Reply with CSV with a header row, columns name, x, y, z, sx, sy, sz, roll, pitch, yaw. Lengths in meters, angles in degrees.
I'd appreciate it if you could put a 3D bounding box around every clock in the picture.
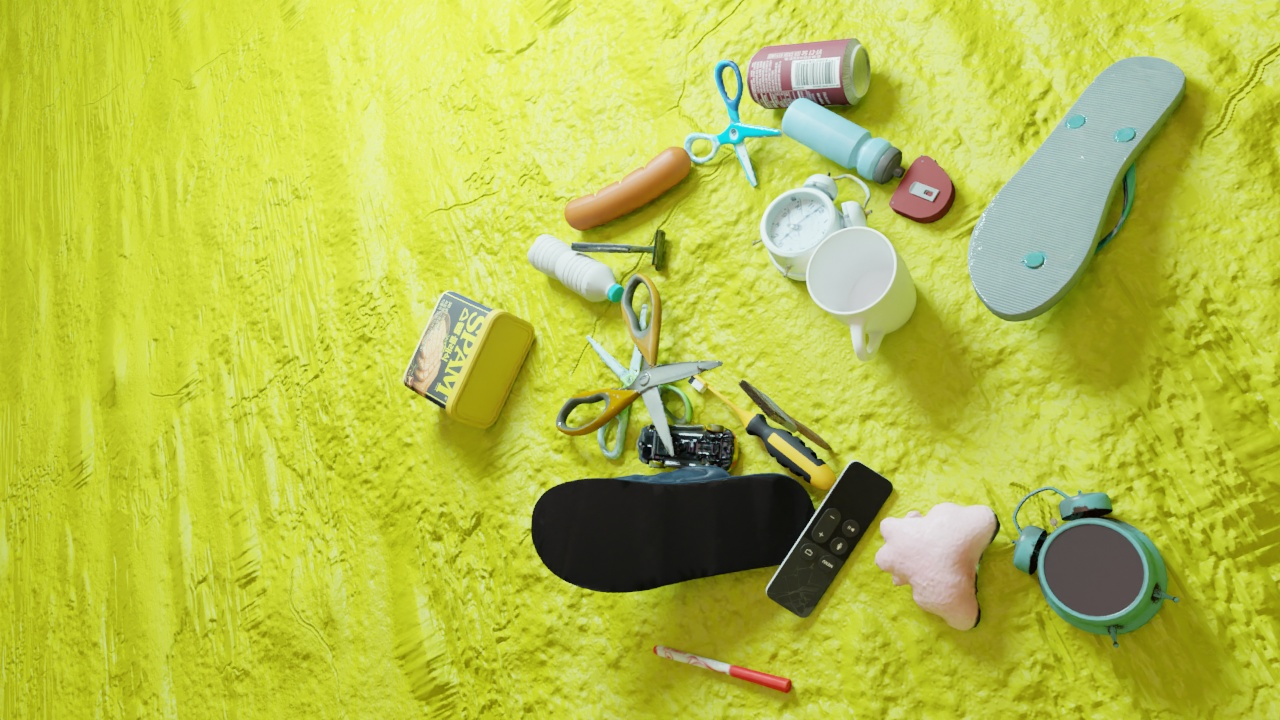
name,x,y,z,sx,sy,sz,roll,pitch,yaw
clock,0.337,0.149,0.698,0.090,0.053,0.124,-45,54,13
clock,0.170,-0.132,0.890,0.118,0.057,0.083,-42,57,6

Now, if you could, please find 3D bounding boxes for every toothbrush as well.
name,x,y,z,sx,sy,sz,roll,pitch,yaw
toothbrush,0.113,0.063,0.883,0.197,0.031,0.031,40,94,38

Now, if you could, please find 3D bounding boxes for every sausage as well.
name,x,y,z,sx,sy,sz,roll,pitch,yaw
sausage,-0.015,-0.190,1.035,0.165,0.039,0.044,-24,67,25

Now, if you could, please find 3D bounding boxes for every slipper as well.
name,x,y,z,sx,sy,sz,roll,pitch,yaw
slipper,0.364,-0.142,0.780,0.098,0.054,0.268,27,80,38
slipper,0.031,0.156,0.877,0.266,0.083,0.109,-7,88,8

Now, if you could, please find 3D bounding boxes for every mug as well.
name,x,y,z,sx,sy,sz,roll,pitch,yaw
mug,0.203,-0.051,0.823,0.081,0.087,0.114,-8,71,30

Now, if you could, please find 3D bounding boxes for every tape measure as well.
name,x,y,z,sx,sy,sz,roll,pitch,yaw
tape measure,0.268,-0.159,0.857,0.051,0.019,0.059,33,94,35

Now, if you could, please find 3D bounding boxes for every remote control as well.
name,x,y,z,sx,sy,sz,roll,pitch,yaw
remote control,0.167,0.159,0.815,0.045,0.008,0.147,32,94,-1

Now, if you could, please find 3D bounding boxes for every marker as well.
name,x,y,z,sx,sy,sz,roll,pitch,yaw
marker,0.072,0.284,0.849,0.142,0.012,0.012,4,77,34

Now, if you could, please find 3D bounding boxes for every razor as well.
name,x,y,z,sx,sy,sz,roll,pitch,yaw
razor,-0.026,-0.124,1.014,0.106,0.026,0.042,4,79,16

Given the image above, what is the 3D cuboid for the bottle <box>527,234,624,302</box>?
name,x,y,z,sx,sy,sz,roll,pitch,yaw
bottle,-0.071,-0.101,1.040,0.136,0.044,0.044,32,93,35

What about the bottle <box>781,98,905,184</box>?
name,x,y,z,sx,sy,sz,roll,pitch,yaw
bottle,0.200,-0.211,0.894,0.130,0.040,0.040,36,96,23

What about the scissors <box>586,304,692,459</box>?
name,x,y,z,sx,sy,sz,roll,pitch,yaw
scissors,-0.014,0.026,0.982,0.171,0.024,0.166,41,104,36

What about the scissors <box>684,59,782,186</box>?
name,x,y,z,sx,sy,sz,roll,pitch,yaw
scissors,0.094,-0.251,0.967,0.134,0.011,0.140,16,117,46

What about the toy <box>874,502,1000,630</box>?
name,x,y,z,sx,sy,sz,roll,pitch,yaw
toy,0.241,0.163,0.755,0.093,0.050,0.102,9,83,31

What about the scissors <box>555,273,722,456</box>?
name,x,y,z,sx,sy,sz,roll,pitch,yaw
scissors,-0.006,0.007,0.955,0.226,0.016,0.229,-18,59,37

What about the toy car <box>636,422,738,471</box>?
name,x,y,z,sx,sy,sz,roll,pitch,yaw
toy car,0.046,0.086,0.915,0.107,0.030,0.049,3,84,27

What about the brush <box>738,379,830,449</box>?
name,x,y,z,sx,sy,sz,roll,pitch,yaw
brush,0.134,0.056,0.800,0.008,0.143,0.045,-48,48,9

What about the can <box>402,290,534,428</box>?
name,x,y,z,sx,sy,sz,roll,pitch,yaw
can,-0.204,-0.004,1.078,0.104,0.075,0.135,24,89,38

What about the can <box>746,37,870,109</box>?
name,x,y,z,sx,sy,sz,roll,pitch,yaw
can,0.170,-0.290,0.933,0.114,0.063,0.063,7,79,34
